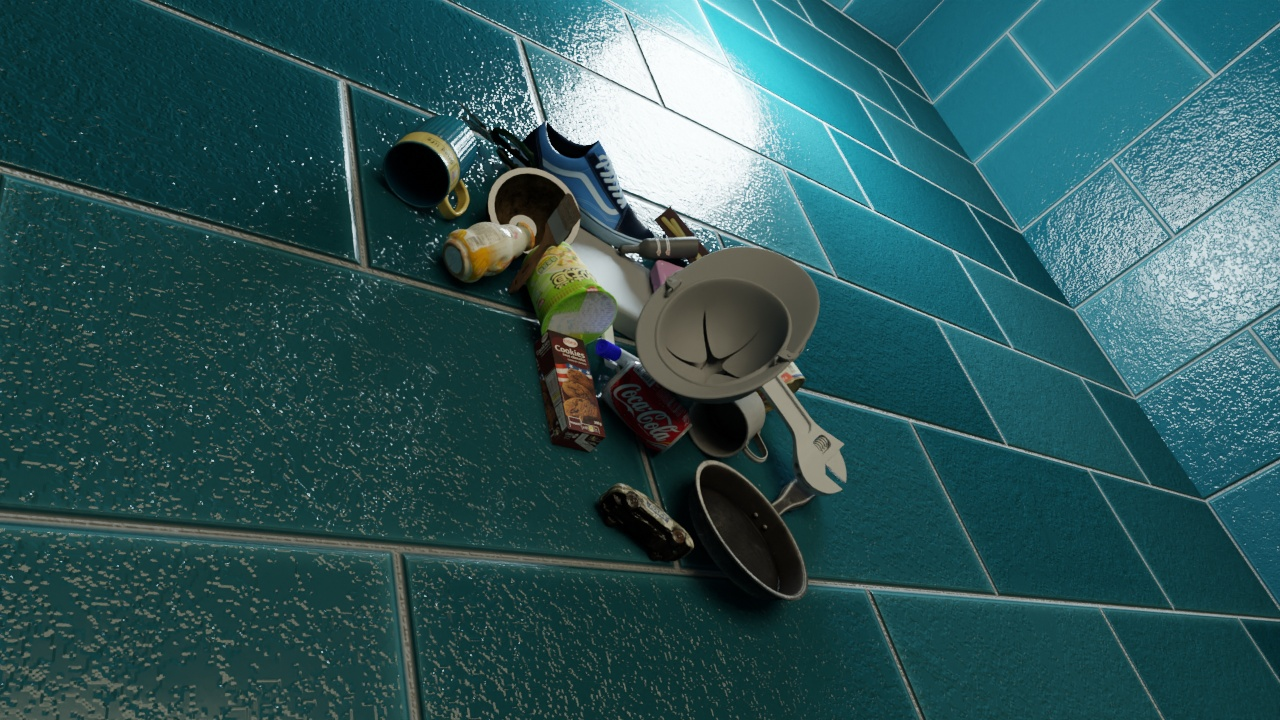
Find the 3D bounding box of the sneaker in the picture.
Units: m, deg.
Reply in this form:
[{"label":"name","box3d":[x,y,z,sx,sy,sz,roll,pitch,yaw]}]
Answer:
[{"label":"sneaker","box3d":[-0.061,-0.249,1.310,0.241,0.098,0.083,36,31,-14]}]

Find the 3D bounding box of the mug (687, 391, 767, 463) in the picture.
[{"label":"mug","box3d":[0.121,0.083,1.164,0.113,0.084,0.070,42,30,12]}]

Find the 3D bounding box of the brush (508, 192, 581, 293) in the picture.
[{"label":"brush","box3d":[-0.116,-0.130,1.084,0.008,0.143,0.045,17,35,-38]}]

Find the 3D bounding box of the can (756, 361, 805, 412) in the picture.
[{"label":"can","box3d":[0.185,0.035,1.286,0.086,0.086,0.043,-8,58,-50]}]

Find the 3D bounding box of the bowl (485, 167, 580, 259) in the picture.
[{"label":"bowl","box3d":[-0.144,-0.179,1.174,0.121,0.056,0.121,8,70,-23]}]

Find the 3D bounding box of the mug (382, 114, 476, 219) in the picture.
[{"label":"mug","box3d":[-0.247,-0.232,1.122,0.107,0.083,0.114,-74,142,-56]}]

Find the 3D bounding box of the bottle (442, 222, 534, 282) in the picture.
[{"label":"bottle","box3d":[-0.176,-0.132,1.078,0.108,0.063,0.063,-25,74,-39]}]

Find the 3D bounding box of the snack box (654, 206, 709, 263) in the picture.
[{"label":"snack box","box3d":[0.098,-0.144,1.392,0.186,0.032,0.101,52,6,9]}]

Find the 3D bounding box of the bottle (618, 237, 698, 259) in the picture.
[{"label":"bottle","box3d":[0.025,-0.161,1.317,0.113,0.030,0.030,-4,52,-14]}]

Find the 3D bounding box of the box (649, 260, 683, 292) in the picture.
[{"label":"box","box3d":[0.085,-0.047,1.270,0.150,0.049,0.213,37,25,-31]}]

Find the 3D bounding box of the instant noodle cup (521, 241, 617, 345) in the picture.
[{"label":"instant noodle cup","box3d":[-0.093,-0.085,1.114,0.098,0.099,0.108,8,40,-42]}]

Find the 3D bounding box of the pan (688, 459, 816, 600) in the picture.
[{"label":"pan","box3d":[0.160,0.189,1.130,0.187,0.055,0.356,53,22,12]}]

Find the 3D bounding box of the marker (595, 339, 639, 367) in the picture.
[{"label":"marker","box3d":[-0.007,0.007,1.136,0.141,0.020,0.020,30,33,-50]}]

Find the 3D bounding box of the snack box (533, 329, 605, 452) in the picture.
[{"label":"snack box","box3d":[-0.082,0.033,1.047,0.051,0.032,0.140,17,43,-36]}]

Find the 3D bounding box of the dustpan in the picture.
[{"label":"dustpan","box3d":[-0.040,-0.078,1.218,0.163,0.033,0.257,29,28,-25]}]

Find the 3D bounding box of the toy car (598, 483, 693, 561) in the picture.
[{"label":"toy car","box3d":[0.007,0.172,0.982,0.113,0.049,0.040,40,38,-10]}]

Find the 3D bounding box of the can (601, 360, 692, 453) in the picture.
[{"label":"can","box3d":[0.007,0.056,1.091,0.105,0.064,0.064,47,34,2]}]

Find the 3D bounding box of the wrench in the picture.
[{"label":"wrench","box3d":[0.182,0.060,1.214,0.086,0.018,0.273,-36,89,-32]}]

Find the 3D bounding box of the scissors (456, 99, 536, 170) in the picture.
[{"label":"scissors","box3d":[-0.185,-0.279,1.258,0.210,0.015,0.147,42,-13,37]}]

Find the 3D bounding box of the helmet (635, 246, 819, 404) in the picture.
[{"label":"helmet","box3d":[0.099,-0.018,1.117,0.183,0.118,0.270,34,54,19]}]
